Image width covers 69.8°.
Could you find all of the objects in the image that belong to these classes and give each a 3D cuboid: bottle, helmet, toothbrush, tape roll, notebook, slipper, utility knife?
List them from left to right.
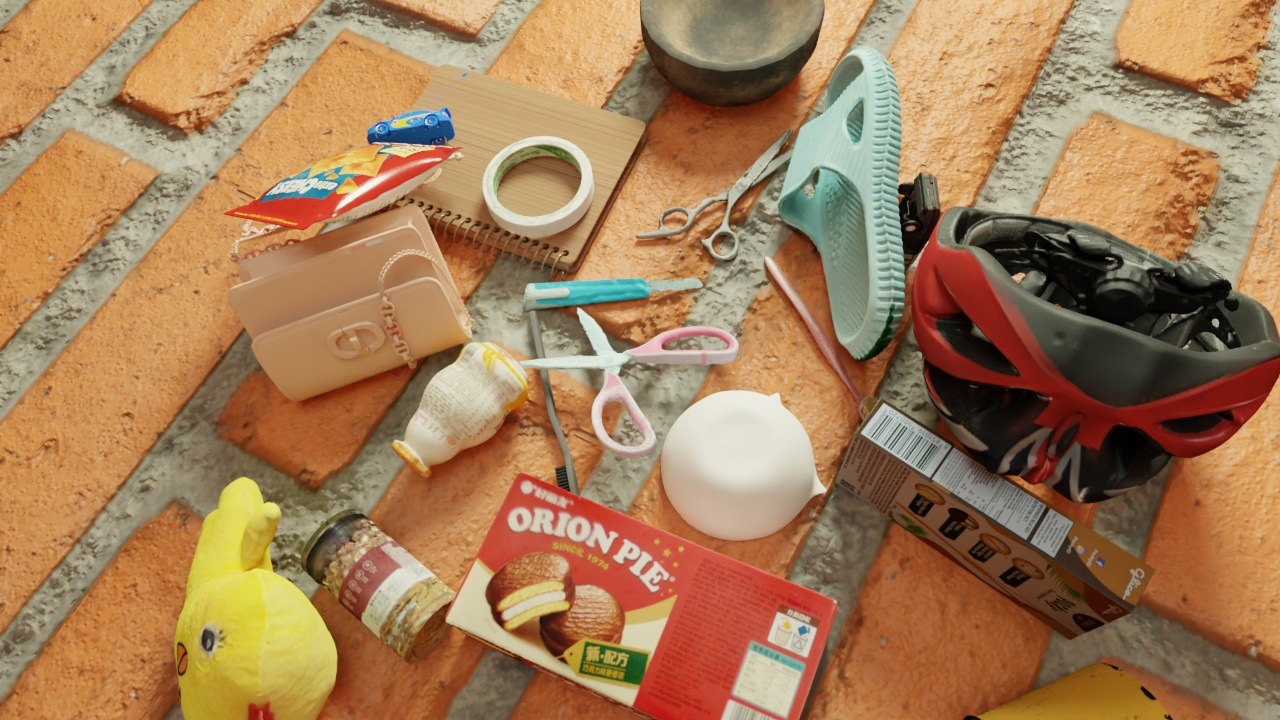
[{"bbox_3d":[-0.181,0.156,0.642,0.105,0.056,0.056,34,72,18],"label":"bottle"},{"bbox_3d":[-0.137,0.038,0.691,0.063,0.063,0.108,37,73,19],"label":"bottle"},{"bbox_3d":[-0.122,-0.171,0.812,0.210,0.022,0.168,20,67,13],"label":"notebook"},{"bbox_3d":[-0.086,-0.148,0.775,0.094,0.018,0.093,-2,63,3],"label":"tape roll"},{"bbox_3d":[-0.069,0.033,0.716,0.013,0.013,0.167,-16,64,5],"label":"toothbrush"},{"bbox_3d":[-0.023,-0.056,0.754,0.149,0.015,0.022,-3,90,1],"label":"utility knife"},{"bbox_3d":[0.144,-0.015,0.721,0.015,0.016,0.184,-22,63,-13],"label":"toothbrush"},{"bbox_3d":[0.158,-0.132,0.722,0.069,0.116,0.275,6,68,-13],"label":"slipper"},{"bbox_3d":[0.286,-0.020,0.609,0.217,0.167,0.271,22,30,14],"label":"helmet"}]

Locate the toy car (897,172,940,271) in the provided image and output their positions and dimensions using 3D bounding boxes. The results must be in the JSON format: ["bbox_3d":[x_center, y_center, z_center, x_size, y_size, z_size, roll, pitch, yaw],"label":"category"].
[{"bbox_3d":[0.213,-0.105,0.715,0.037,0.092,0.040,2,65,-2],"label":"toy car"}]

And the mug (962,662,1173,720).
[{"bbox_3d":[0.264,0.252,0.545,0.094,0.100,0.124,-21,102,-8],"label":"mug"}]

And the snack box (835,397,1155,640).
[{"bbox_3d":[0.223,0.106,0.608,0.186,0.101,0.031,34,71,18],"label":"snack box"}]

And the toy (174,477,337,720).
[{"bbox_3d":[-0.267,0.176,0.621,0.134,0.092,0.207,-51,55,28],"label":"toy"}]

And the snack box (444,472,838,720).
[{"bbox_3d":[0.000,0.173,0.617,0.236,0.060,0.113,20,68,13],"label":"snack box"}]

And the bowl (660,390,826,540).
[{"bbox_3d":[0.071,0.069,0.666,0.115,0.051,0.114,-2,65,4],"label":"bowl"}]

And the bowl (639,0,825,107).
[{"bbox_3d":[0.081,-0.297,0.828,0.162,0.070,0.162,-2,65,4],"label":"bowl"}]

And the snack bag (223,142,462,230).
[{"bbox_3d":[-0.229,-0.136,0.709,0.131,0.039,0.143,15,42,42],"label":"snack bag"}]

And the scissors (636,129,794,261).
[{"bbox_3d":[0.071,-0.148,0.789,0.120,0.014,0.159,16,70,11],"label":"scissors"}]

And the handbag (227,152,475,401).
[{"bbox_3d":[-0.219,-0.071,0.757,0.199,0.117,0.187,-20,33,0],"label":"handbag"}]

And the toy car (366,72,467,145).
[{"bbox_3d":[-0.195,-0.221,0.808,0.092,0.033,0.061,-9,69,-1],"label":"toy car"}]

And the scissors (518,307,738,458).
[{"bbox_3d":[-0.010,0.012,0.692,0.170,0.013,0.174,-1,44,4],"label":"scissors"}]
